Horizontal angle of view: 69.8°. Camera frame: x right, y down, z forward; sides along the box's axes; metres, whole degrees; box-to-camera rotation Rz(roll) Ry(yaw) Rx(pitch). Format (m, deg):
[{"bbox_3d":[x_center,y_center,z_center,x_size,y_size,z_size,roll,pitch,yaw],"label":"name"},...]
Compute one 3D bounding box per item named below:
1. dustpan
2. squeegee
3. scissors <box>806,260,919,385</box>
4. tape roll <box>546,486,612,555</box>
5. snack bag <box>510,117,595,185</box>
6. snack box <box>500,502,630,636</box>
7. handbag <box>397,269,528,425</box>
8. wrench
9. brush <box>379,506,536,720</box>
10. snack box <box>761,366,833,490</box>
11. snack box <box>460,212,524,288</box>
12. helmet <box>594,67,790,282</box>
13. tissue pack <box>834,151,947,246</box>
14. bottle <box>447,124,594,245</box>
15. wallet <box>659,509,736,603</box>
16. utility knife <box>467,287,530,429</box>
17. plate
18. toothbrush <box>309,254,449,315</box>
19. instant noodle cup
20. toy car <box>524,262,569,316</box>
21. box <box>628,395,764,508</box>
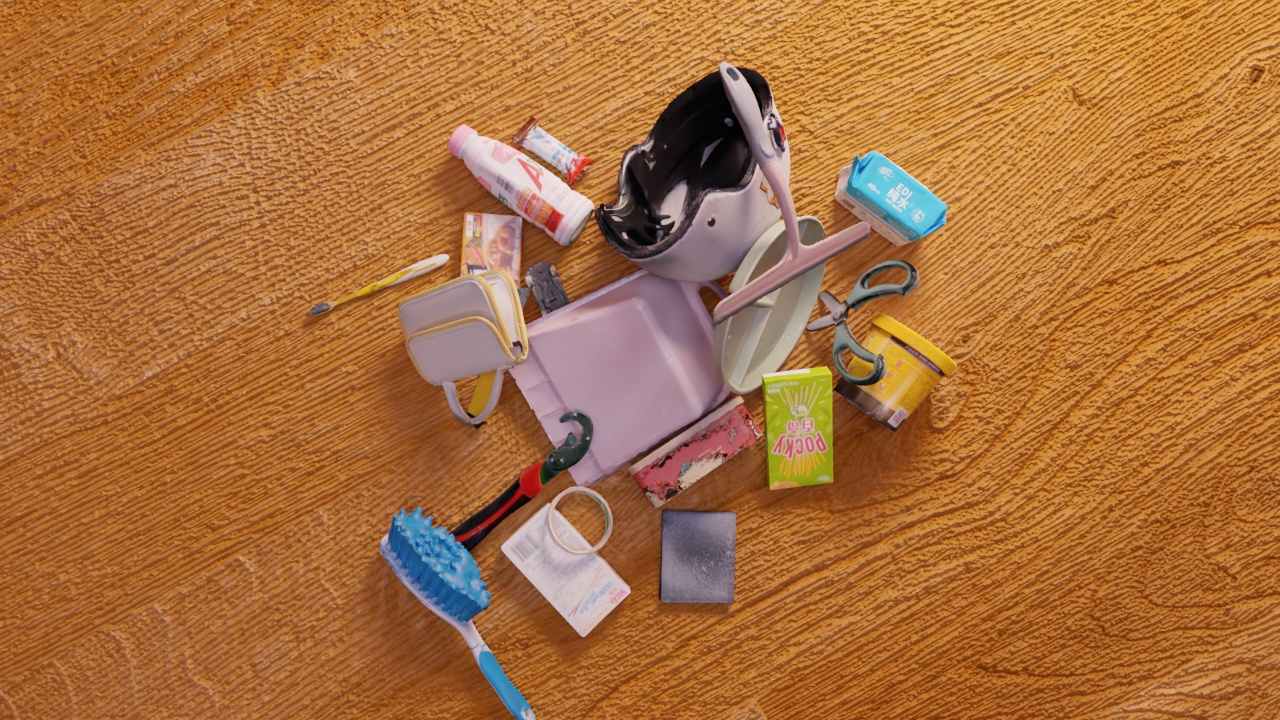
[{"bbox_3d":[-0.007,0.007,1.177,0.274,0.138,0.222,-22,102,24],"label":"dustpan"},{"bbox_3d":[0.137,-0.199,0.980,0.247,0.040,0.250,-30,107,-25],"label":"squeegee"},{"bbox_3d":[0.274,-0.040,1.132,0.019,0.171,0.181,21,58,-37],"label":"scissors"},{"bbox_3d":[-0.077,0.204,1.165,0.085,0.014,0.085,9,66,-21],"label":"tape roll"},{"bbox_3d":[-0.113,-0.270,1.183,0.104,0.026,0.048,39,76,-2],"label":"snack bag"},{"bbox_3d":[-0.095,0.267,1.175,0.084,0.027,0.157,-43,91,-3],"label":"snack box"},{"bbox_3d":[-0.213,-0.009,1.120,0.164,0.063,0.179,-13,94,35],"label":"handbag"},{"bbox_3d":[-0.159,0.166,1.158,0.274,0.016,0.056,-44,94,9],"label":"wrench"},{"bbox_3d":[-0.215,0.325,1.151,0.314,0.060,0.110,46,123,2],"label":"brush"},{"bbox_3d":[0.200,0.087,1.164,0.086,0.026,0.156,-6,112,-2],"label":"snack box"},{"bbox_3d":[-0.192,-0.110,1.177,0.075,0.026,0.153,3,89,-2],"label":"snack box"},{"bbox_3d":[0.087,-0.203,1.110,0.157,0.231,0.273,45,57,-35],"label":"helmet"},{"bbox_3d":[0.317,-0.206,1.169,0.140,0.090,0.063,37,87,-2],"label":"tissue pack"},{"bbox_3d":[-0.154,-0.226,1.162,0.197,0.068,0.068,36,88,1],"label":"bottle"},{"bbox_3d":[0.074,0.255,1.189,0.097,0.019,0.121,2,90,-1],"label":"wallet"},{"bbox_3d":[-0.175,-0.003,1.142,0.033,0.015,0.209,30,115,13],"label":"utility knife"},{"bbox_3d":[0.156,-0.068,1.108,0.027,0.230,0.230,28,88,28],"label":"plate"},{"bbox_3d":[-0.335,-0.097,1.174,0.191,0.018,0.016,-23,92,-3],"label":"toothbrush"},{"bbox_3d":[0.315,0.019,1.157,0.118,0.118,0.114,35,95,-2],"label":"instant noodle cup"},{"bbox_3d":[-0.115,-0.082,1.176,0.043,0.034,0.090,-26,92,0],"label":"toy car"},{"bbox_3d":[0.073,0.121,1.152,0.168,0.091,0.076,-34,86,-3],"label":"box"}]
